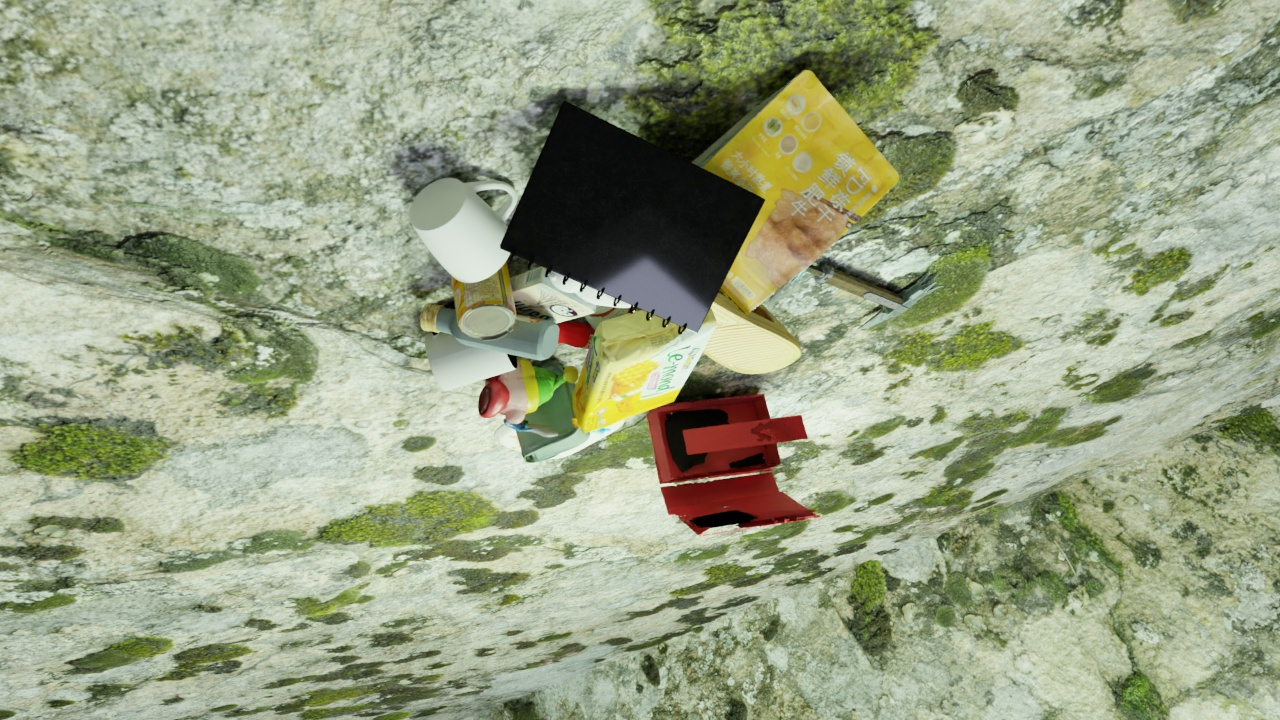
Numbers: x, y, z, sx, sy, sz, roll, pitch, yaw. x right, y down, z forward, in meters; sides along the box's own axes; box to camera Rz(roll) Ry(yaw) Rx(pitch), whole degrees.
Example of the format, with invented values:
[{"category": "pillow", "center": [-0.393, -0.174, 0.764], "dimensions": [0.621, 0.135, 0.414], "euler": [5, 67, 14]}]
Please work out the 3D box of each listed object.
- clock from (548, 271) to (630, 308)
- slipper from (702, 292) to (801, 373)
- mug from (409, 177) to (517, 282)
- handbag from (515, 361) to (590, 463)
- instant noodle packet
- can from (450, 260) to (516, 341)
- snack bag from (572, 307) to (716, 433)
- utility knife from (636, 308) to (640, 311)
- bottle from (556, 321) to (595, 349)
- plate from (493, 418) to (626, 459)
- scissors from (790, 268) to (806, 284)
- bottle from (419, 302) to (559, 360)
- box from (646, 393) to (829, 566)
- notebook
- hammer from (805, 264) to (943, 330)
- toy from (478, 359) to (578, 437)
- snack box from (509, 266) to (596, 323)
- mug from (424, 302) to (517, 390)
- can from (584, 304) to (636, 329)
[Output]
[{"category": "clock", "center": [-0.024, -0.122, 1.026], "dimensions": [0.160, 0.125, 0.073], "euler": [10, -179, -42]}, {"category": "slipper", "center": [0.109, -0.062, 1.272], "dimensions": [0.263, 0.078, 0.100], "euler": [28, 129, -30]}, {"category": "mug", "center": [-0.181, -0.152, 0.974], "dimensions": [0.114, 0.081, 0.087], "euler": [-47, 144, -7]}, {"category": "handbag", "center": [-0.138, 0.074, 1.333], "dimensions": [0.106, 0.121, 0.067], "euler": [-23, 160, 7]}, {"category": "instant noodle packet", "center": [0.146, -0.183, 1.000], "dimensions": [0.222, 0.084, 0.163], "euler": [-39, 108, 22]}, {"category": "can", "center": [-0.181, -0.083, 1.049], "dimensions": [0.067, 0.105, 0.068], "euler": [-10, 147, -7]}, {"category": "snack bag", "center": [-0.007, 0.007, 1.211], "dimensions": [0.159, 0.068, 0.248], "euler": [-20, 158, -24]}, {"category": "utility knife", "center": [0.075, -0.126, 1.157], "dimensions": [0.031, 0.015, 0.209], "euler": [31, 112, -38]}, {"category": "bottle", "center": [-0.076, -0.034, 1.263], "dimensions": [0.118, 0.036, 0.036], "euler": [8, 143, -38]}, {"category": "plate", "center": [-0.129, 0.114, 1.520], "dimensions": [0.187, 0.016, 0.187], "euler": [-30, 149, 24]}, {"category": "scissors", "center": [0.236, -0.152, 1.191], "dimensions": [0.014, 0.090, 0.141], "euler": [34, 142, 4]}, {"category": "bottle", "center": [-0.184, -0.038, 1.103], "dimensions": [0.161, 0.046, 0.072], "euler": [11, -171, 10]}, {"category": "box", "center": [0.147, 0.201, 1.510], "dimensions": [0.210, 0.315, 0.124], "euler": [-5, 138, -19]}, {"category": "notebook", "center": [-0.009, -0.139, 0.952], "dimensions": [0.231, 0.019, 0.169], "euler": [22, 104, -16]}, {"category": "hammer", "center": [0.293, -0.110, 1.324], "dimensions": [0.316, 0.028, 0.147], "euler": [13, 139, -42]}, {"category": "toy", "center": [-0.157, 0.039, 1.260], "dimensions": [0.131, 0.124, 0.097], "euler": [11, 146, -46]}, {"category": "snack box", "center": [-0.126, -0.072, 1.101], "dimensions": [0.082, 0.026, 0.150], "euler": [27, 157, -34]}, {"category": "mug", "center": [-0.222, -0.025, 1.176], "dimensions": [0.097, 0.078, 0.112], "euler": [-17, 124, 2]}, {"category": "can", "center": [-0.055, -0.092, 1.139], "dimensions": [0.067, 0.067, 0.170], "euler": [-20, 152, 7]}]
